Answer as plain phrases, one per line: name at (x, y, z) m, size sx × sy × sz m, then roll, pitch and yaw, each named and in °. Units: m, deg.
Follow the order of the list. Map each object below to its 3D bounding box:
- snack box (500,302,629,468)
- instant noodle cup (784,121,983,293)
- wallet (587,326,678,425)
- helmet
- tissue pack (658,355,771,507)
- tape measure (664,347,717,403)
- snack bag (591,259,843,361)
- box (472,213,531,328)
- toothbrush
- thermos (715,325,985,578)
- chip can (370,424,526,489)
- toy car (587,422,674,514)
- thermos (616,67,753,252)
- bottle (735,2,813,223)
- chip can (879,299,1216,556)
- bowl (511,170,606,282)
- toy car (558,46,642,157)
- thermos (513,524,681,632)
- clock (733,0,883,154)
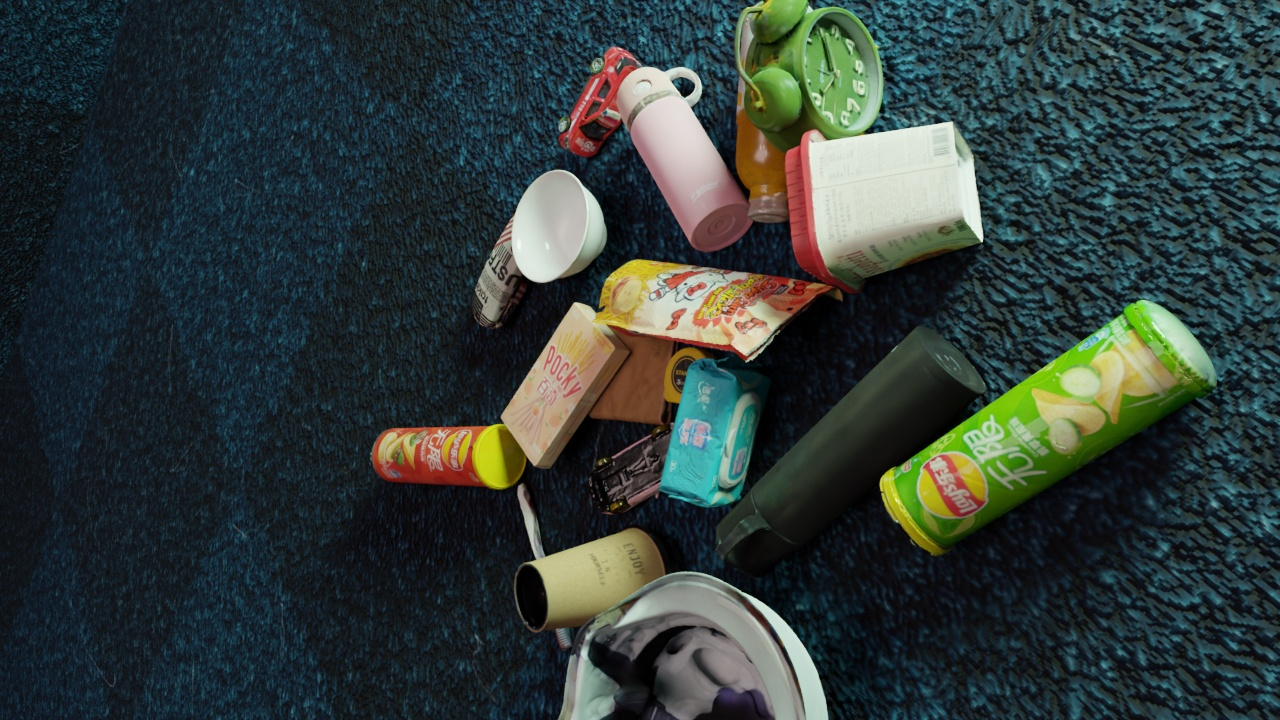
snack box at (-0.081, 0.026, 0.953) m, size 0.157 × 0.026 × 0.084 m, roll -56°, pitch 49°, yaw 17°
instant noodle cup at (0.189, -0.121, 0.704) m, size 0.124 × 0.116 × 0.116 m, roll -9°, pitch 78°, yaw 30°
wallet at (-0.005, 0.005, 0.922) m, size 0.101 × 0.020 × 0.115 m, roll 2°, pitch 82°, yaw 41°
helmet at (0.055, 0.301, 0.736) m, size 0.229 × 0.145 × 0.258 m, roll 26°, pitch 93°, yaw 40°
tissue pack at (0.068, 0.059, 0.791) m, size 0.050 × 0.093 × 0.133 m, roll 16°, pitch 96°, yaw 27°
tape measure at (0.051, 0.017, 0.859) m, size 0.060 × 0.028 × 0.057 m, roll 8°, pitch 90°, yaw 45°
snack bag at (0.058, -0.046, 0.809) m, size 0.208 × 0.128 × 0.073 m, roll 11°, pitch 122°, yaw 48°
box at (-0.150, -0.112, 1.053) m, size 0.164 × 0.051 × 0.068 m, roll -62°, pitch 31°, yaw 18°
toothbrush at (-0.102, 0.216, 0.981) m, size 0.017 × 0.016 × 0.187 m, roll -32°, pitch 63°, yaw 26°
thermos at (0.152, 0.082, 0.716) m, size 0.068 × 0.089 × 0.243 m, roll 50°, pitch 117°, yaw 18°
chip can at (-0.229, 0.111, 1.077) m, size 0.217 × 0.073 × 0.073 m, roll -3°, pitch 81°, yaw 43°
toy car at (0.003, 0.107, 0.888) m, size 0.123 × 0.037 × 0.056 m, roll -32°, pitch 66°, yaw 21°
thermos at (0.046, -0.202, 0.879) m, size 0.087 × 0.067 × 0.198 m, roll -26°, pitch 61°, yaw 3°
bottle at (0.118, -0.217, 0.805) m, size 0.068 × 0.068 × 0.189 m, roll 0°, pitch 84°, yaw 43°
chip can at (0.270, 0.049, 0.623) m, size 0.222 × 0.072 × 0.072 m, roll -42°, pitch 58°, yaw 30°
bowl at (-0.075, -0.136, 0.974) m, size 0.119 × 0.064 × 0.118 m, roll -8°, pitch 79°, yaw 43°
toy car at (-0.041, -0.270, 0.970) m, size 0.045 × 0.052 × 0.121 m, roll 48°, pitch 114°, yaw 34°
thermos at (-0.039, 0.204, 0.847) m, size 0.093 × 0.143 × 0.093 m, roll 4°, pitch 95°, yaw 53°
clock at (0.131, -0.229, 0.735) m, size 0.056 × 0.161 × 0.116 m, roll -3°, pitch 82°, yaw 52°
